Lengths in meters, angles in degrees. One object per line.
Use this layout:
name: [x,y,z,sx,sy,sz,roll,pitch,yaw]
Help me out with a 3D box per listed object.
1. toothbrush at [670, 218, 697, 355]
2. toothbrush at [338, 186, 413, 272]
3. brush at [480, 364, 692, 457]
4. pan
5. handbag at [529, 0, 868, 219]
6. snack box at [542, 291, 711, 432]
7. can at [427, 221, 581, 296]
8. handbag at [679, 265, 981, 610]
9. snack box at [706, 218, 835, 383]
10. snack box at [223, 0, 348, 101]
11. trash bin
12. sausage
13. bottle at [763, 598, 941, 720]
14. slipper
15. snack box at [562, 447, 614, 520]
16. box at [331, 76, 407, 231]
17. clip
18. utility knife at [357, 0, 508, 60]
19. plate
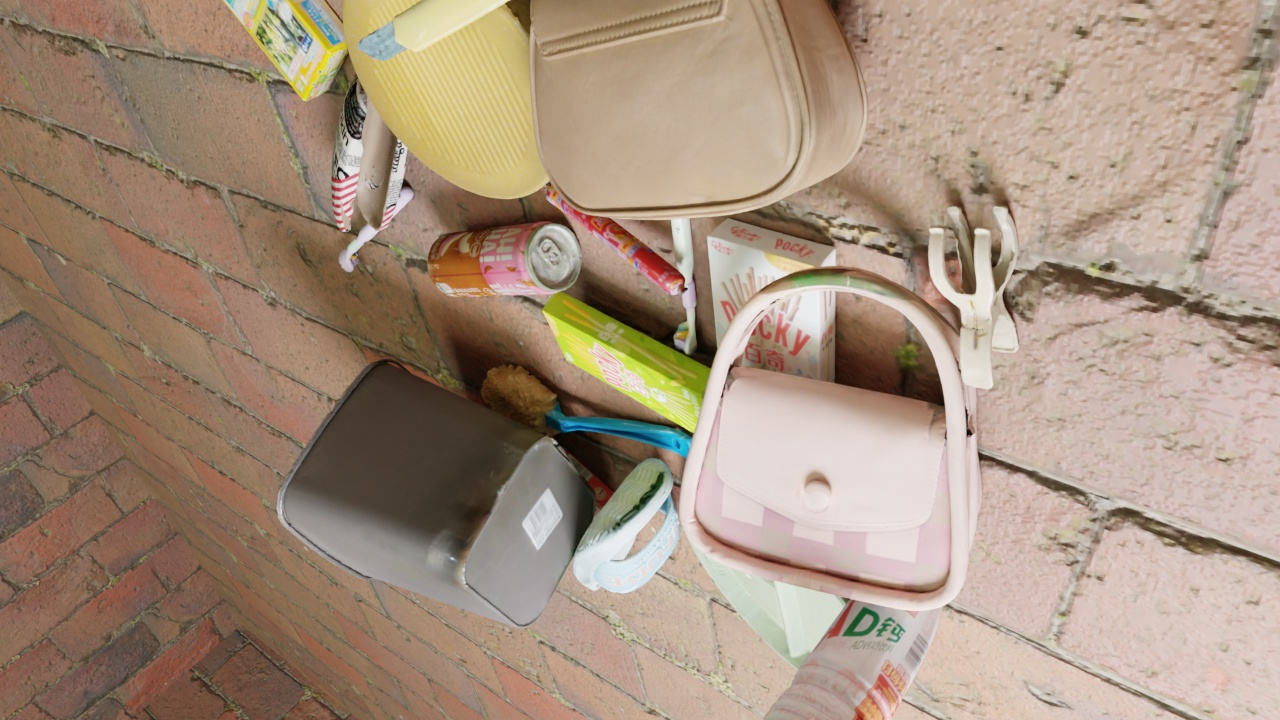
toothbrush: [0.027,-0.084,0.650,0.029,0.020,0.190,-106,7,-50]
toothbrush: [-0.264,-0.130,0.911,0.190,0.021,0.029,-24,74,53]
brush: [-0.053,0.055,0.864,0.255,0.045,0.083,11,129,35]
pan: [-0.144,-0.275,0.617,0.198,0.078,0.358,7,136,38]
handbag: [0.026,-0.157,0.515,0.205,0.099,0.148,7,119,43]
snack box: [-0.004,0.004,0.745,0.156,0.026,0.086,29,159,24]
can: [-0.117,-0.083,0.769,0.147,0.057,0.058,3,126,46]
handbag: [0.126,0.042,0.594,0.193,0.093,0.235,11,126,20]
snack box: [0.093,-0.018,0.640,0.085,0.026,0.157,21,139,32]
snack box: [-0.309,-0.301,0.777,0.140,0.033,0.087,54,145,-7]
trash bin: [-0.184,0.134,0.890,0.220,0.198,0.199,13,152,31]
sausage: [-0.021,-0.092,0.673,0.156,0.020,0.020,40,146,27]
bottle: [0.160,0.198,0.634,0.068,0.196,0.068,28,142,25]
slipper: [-0.011,0.175,0.872,0.074,0.103,0.246,36,154,8]
snack box: [-0.082,0.159,1.001,0.077,0.026,0.156,41,145,7]
box: [-0.232,-0.180,0.810,0.164,0.076,0.075,120,140,-51]
clip: [0.181,-0.031,0.503,0.035,0.076,0.104,10,121,41]
utility knife: [-0.097,-0.226,0.554,0.177,0.019,0.031,-26,99,9]
plate: [0.120,0.192,0.782,0.230,0.027,0.231,42,157,23]
